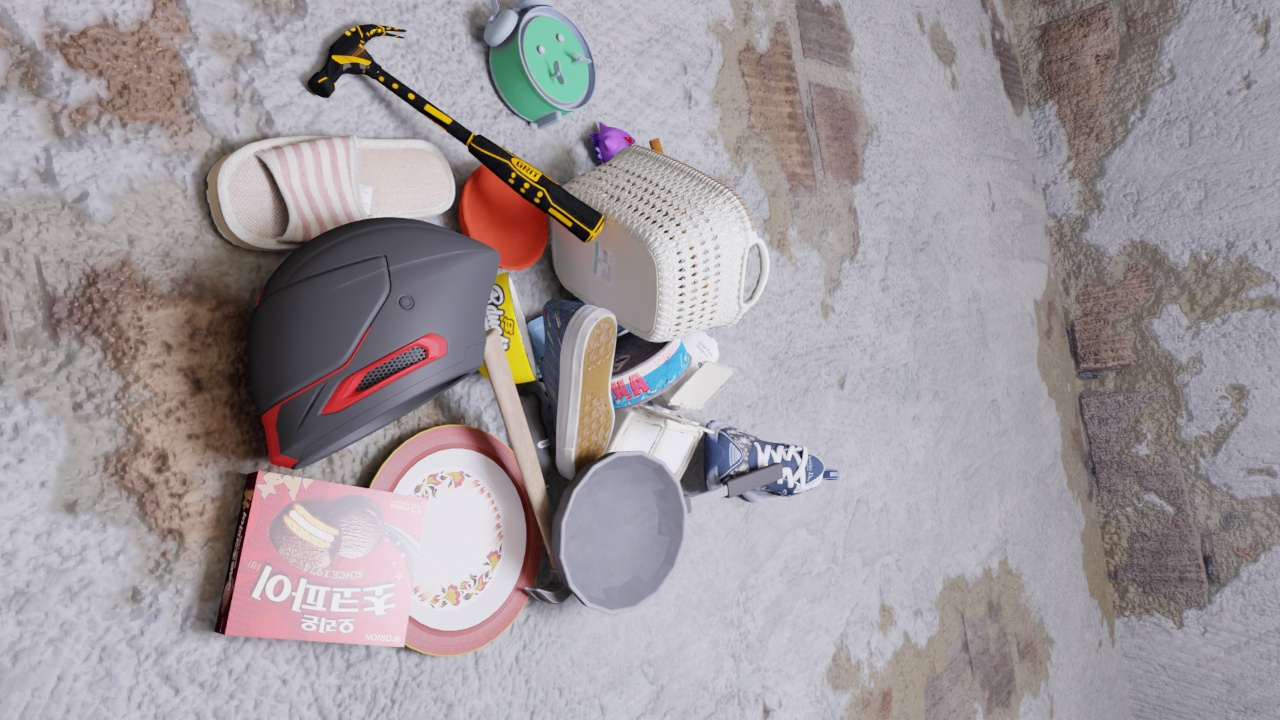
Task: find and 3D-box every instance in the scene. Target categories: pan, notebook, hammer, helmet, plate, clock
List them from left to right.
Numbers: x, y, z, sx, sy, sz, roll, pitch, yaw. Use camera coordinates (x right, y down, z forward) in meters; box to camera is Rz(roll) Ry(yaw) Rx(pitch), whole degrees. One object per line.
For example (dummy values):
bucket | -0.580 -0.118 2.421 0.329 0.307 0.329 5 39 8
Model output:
helmet | -0.237 -0.036 0.811 0.264 0.165 0.170 -30 90 -28
plate | -0.191 0.181 0.933 0.229 0.021 0.229 11 75 -47
hammer | -0.171 -0.226 0.939 0.320 0.036 0.123 34 56 -12
hammer | -0.111 0.116 0.954 0.119 0.031 0.332 -53 139 -51
clock | -0.120 -0.363 1.072 0.121 0.076 0.161 -49 118 -41
pan | 0.040 0.170 1.063 0.356 0.041 0.178 -13 100 -39
notebook | 0.063 -0.149 1.199 0.178 0.014 0.249 13 60 -84

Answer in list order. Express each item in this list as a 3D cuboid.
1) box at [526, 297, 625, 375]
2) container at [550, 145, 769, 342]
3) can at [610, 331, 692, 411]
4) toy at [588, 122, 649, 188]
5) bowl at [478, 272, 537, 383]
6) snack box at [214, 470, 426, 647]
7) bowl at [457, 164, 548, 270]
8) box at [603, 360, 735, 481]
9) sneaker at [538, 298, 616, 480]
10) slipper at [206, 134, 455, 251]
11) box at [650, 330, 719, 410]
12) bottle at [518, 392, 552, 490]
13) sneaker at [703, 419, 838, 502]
box | -0.073 -0.043 1.113 0.209 0.049 0.066 -31 88 -49
container | 0.009 -0.129 1.052 0.142 0.246 0.185 -26 133 -34
can | -0.007 0.006 1.091 0.129 0.130 0.044 -47 117 -42
toy | -0.027 -0.262 1.175 0.088 0.056 0.106 52 14 -32
bowl | -0.155 -0.028 0.963 0.117 0.067 0.117 162 -87 -88
snack box | -0.275 0.176 0.805 0.152 0.036 0.132 16 71 -34
bowl | -0.158 -0.157 1.022 0.121 0.035 0.122 11 75 -47
box | 0.037 0.090 1.106 0.145 0.186 0.095 15 35 -44
sneaker | -0.079 0.035 1.005 0.087 0.079 0.236 -41 146 -43
slipper | -0.277 -0.164 0.877 0.262 0.052 0.115 -22 99 -49
box | 0.050 -0.013 1.208 0.162 0.112 0.084 -50 117 -25
bottle | -0.120 0.091 1.019 0.036 0.036 0.110 -14 94 -49
sneaker | 0.177 0.140 1.239 0.269 0.133 0.103 27 63 -59
